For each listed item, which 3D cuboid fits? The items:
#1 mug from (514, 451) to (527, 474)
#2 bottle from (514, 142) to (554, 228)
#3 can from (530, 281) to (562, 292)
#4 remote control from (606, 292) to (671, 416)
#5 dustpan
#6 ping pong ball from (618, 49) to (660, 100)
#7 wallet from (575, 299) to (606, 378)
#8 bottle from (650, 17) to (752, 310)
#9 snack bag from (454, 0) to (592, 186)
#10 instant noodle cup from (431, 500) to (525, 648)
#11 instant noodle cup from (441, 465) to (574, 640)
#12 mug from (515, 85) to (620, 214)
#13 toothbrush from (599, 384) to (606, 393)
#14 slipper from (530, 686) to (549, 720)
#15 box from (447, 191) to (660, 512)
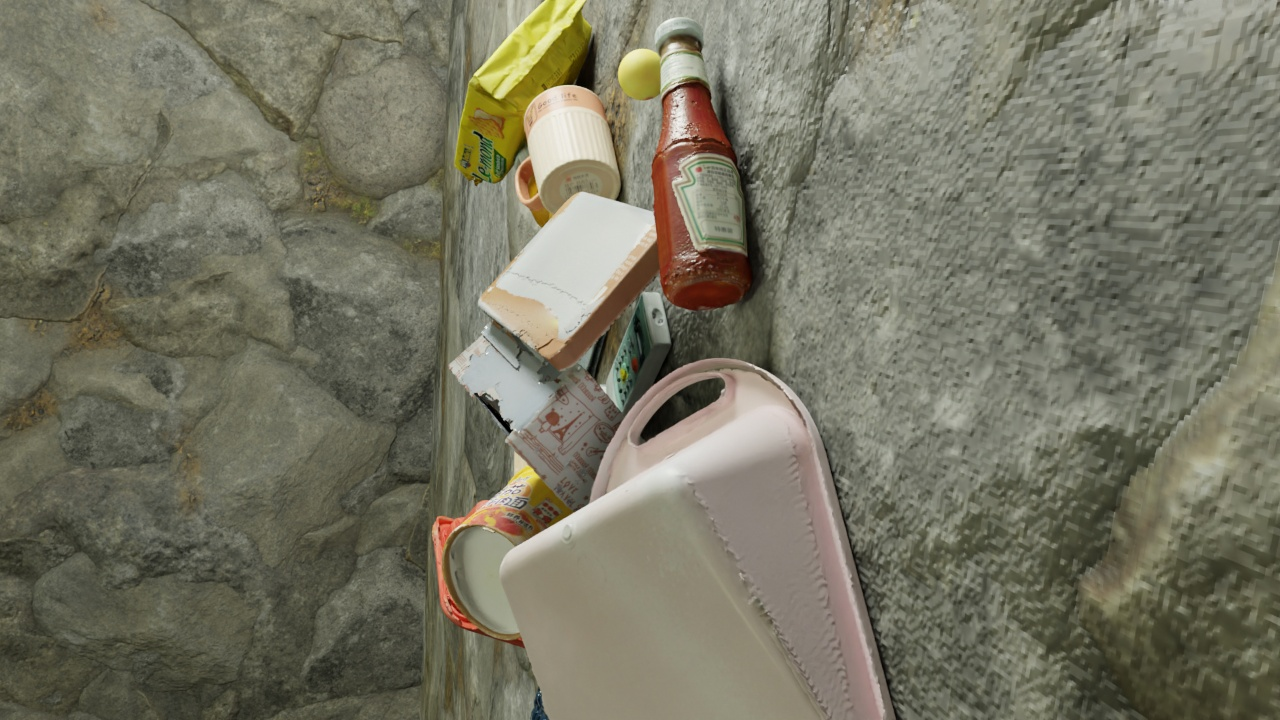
[{"bbox_3d":[-0.084,0.120,0.947,0.125,0.084,0.103,64,-159,-67],"label":"mug"},{"bbox_3d":[-0.093,-0.185,1.000,0.189,0.068,0.068,-115,32,-55],"label":"bottle"},{"bbox_3d":[-0.110,-0.086,1.059,0.147,0.058,0.058,172,99,-72],"label":"can"},{"bbox_3d":[-0.005,0.005,0.779,0.135,0.019,0.056,115,151,-51],"label":"remote control"},{"bbox_3d":[0.042,0.140,0.516,0.223,0.138,0.273,-31,81,41],"label":"dustpan"},{"bbox_3d":[0.002,-0.232,0.745,0.040,0.040,0.040,-179,91,-73],"label":"ping pong ball"},{"bbox_3d":[-0.051,-0.049,0.940,0.097,0.019,0.121,-110,29,-46],"label":"wallet"},{"bbox_3d":[0.034,-0.135,0.607,0.060,0.059,0.205,128,140,-62],"label":"bottle"},{"bbox_3d":[-0.138,-0.300,1.058,0.157,0.068,0.247,-53,6,-20],"label":"snack bag"},{"bbox_3d":[-0.133,0.223,0.975,0.079,0.164,0.188,-58,27,14],"label":"instant noodle cup"},{"bbox_3d":[-0.100,0.172,0.813,0.138,0.109,0.138,10,111,28],"label":"instant noodle cup"},{"bbox_3d":[-0.078,-0.193,0.898,0.115,0.081,0.105,-33,50,26],"label":"mug"},{"bbox_3d":[-0.034,0.115,0.795,0.026,0.026,0.220,126,152,-44],"label":"toothbrush"},{"bbox_3d":[0.018,0.265,0.582,0.253,0.095,0.105,22,95,54],"label":"slipper"},{"bbox_3d":[-0.035,0.002,0.725,0.208,0.158,0.181,-49,31,-5],"label":"box"}]
